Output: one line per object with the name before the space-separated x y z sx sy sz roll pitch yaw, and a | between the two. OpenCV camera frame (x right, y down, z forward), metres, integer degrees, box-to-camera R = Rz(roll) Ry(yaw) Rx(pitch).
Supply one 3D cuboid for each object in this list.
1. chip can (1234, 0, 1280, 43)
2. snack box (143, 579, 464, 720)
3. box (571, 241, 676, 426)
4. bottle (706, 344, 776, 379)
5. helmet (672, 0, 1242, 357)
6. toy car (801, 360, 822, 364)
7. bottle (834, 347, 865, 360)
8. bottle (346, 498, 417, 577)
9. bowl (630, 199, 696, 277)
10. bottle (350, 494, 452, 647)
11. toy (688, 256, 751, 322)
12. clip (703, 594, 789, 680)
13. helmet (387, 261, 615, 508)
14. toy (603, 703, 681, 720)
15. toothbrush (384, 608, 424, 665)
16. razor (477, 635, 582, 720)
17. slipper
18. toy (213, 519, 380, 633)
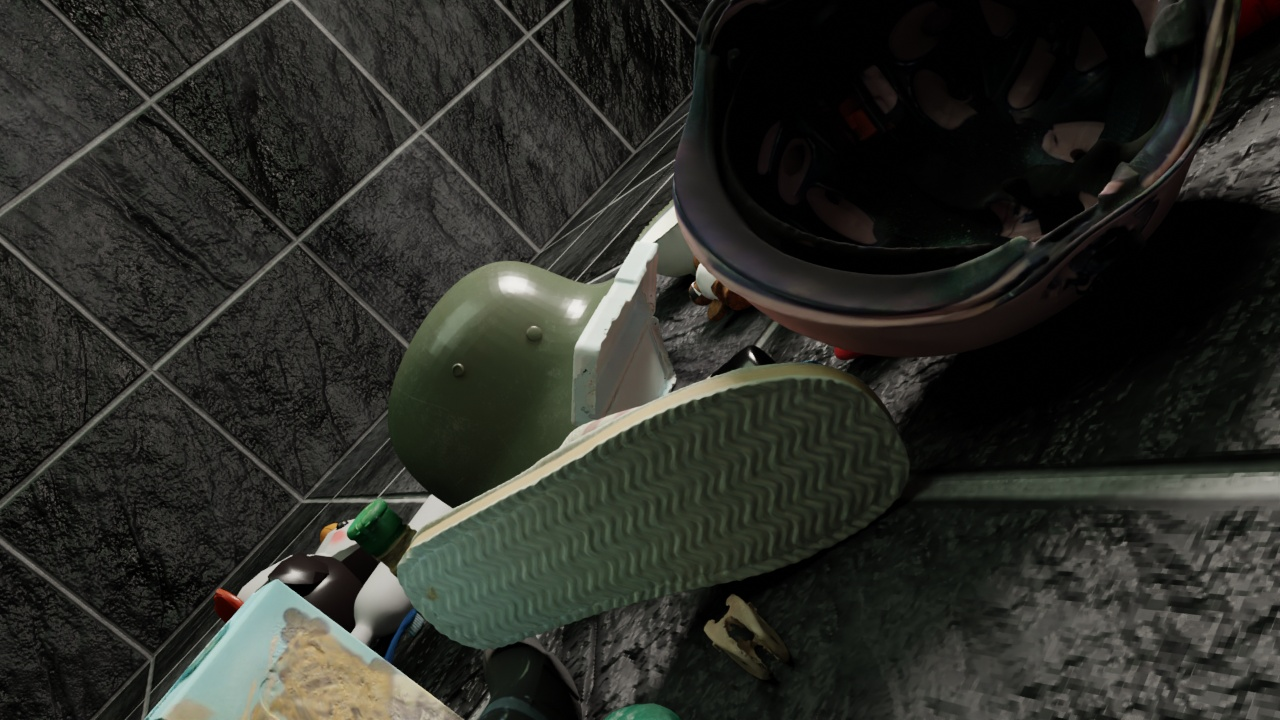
chip can | 0.254 -0.173 0.541 0.214 0.087 0.086 -33 17 35
snack box | -0.116 0.178 0.384 0.053 0.174 0.074 -43 11 32
box | -0.011 0.003 0.696 0.044 0.136 0.196 -1 28 16
bottle | 0.017 0.069 0.564 0.182 0.059 0.059 -41 14 15
helmet | 0.141 -0.105 0.451 0.230 0.152 0.255 33 80 31
toy car | 0.064 0.050 0.494 0.120 0.056 0.043 -45 -10 19
bottle | 0.165 -0.055 0.539 0.142 0.042 0.041 -41 14 15
bottle | -0.193 0.166 0.772 0.043 0.111 0.043 -42 13 12
bowl | 0.066 -0.149 1.041 0.153 0.073 0.153 -41 13 12
bottle | -0.228 0.211 0.866 0.053 0.052 0.194 -33 18 39
toy | 0.080 -0.078 0.828 0.087 0.067 0.112 -55 26 17
clip | 0.043 0.123 0.405 0.050 0.026 0.060 -39 13 26
helmet | -0.118 0.015 0.767 0.268 0.154 0.227 -57 4 3
toy | -0.012 0.183 0.374 0.085 0.033 0.105 -48 10 35
toothbrush | -0.219 0.266 0.765 0.022 0.017 0.134 -37 18 43
razor | -0.066 0.182 0.488 0.063 0.053 0.140 -41 12 -5
slipper | 0.000 0.074 0.454 0.263 0.115 0.052 -24 25 19
toy | -0.293 0.233 0.901 0.183 0.140 0.159 -45 -23 -45
